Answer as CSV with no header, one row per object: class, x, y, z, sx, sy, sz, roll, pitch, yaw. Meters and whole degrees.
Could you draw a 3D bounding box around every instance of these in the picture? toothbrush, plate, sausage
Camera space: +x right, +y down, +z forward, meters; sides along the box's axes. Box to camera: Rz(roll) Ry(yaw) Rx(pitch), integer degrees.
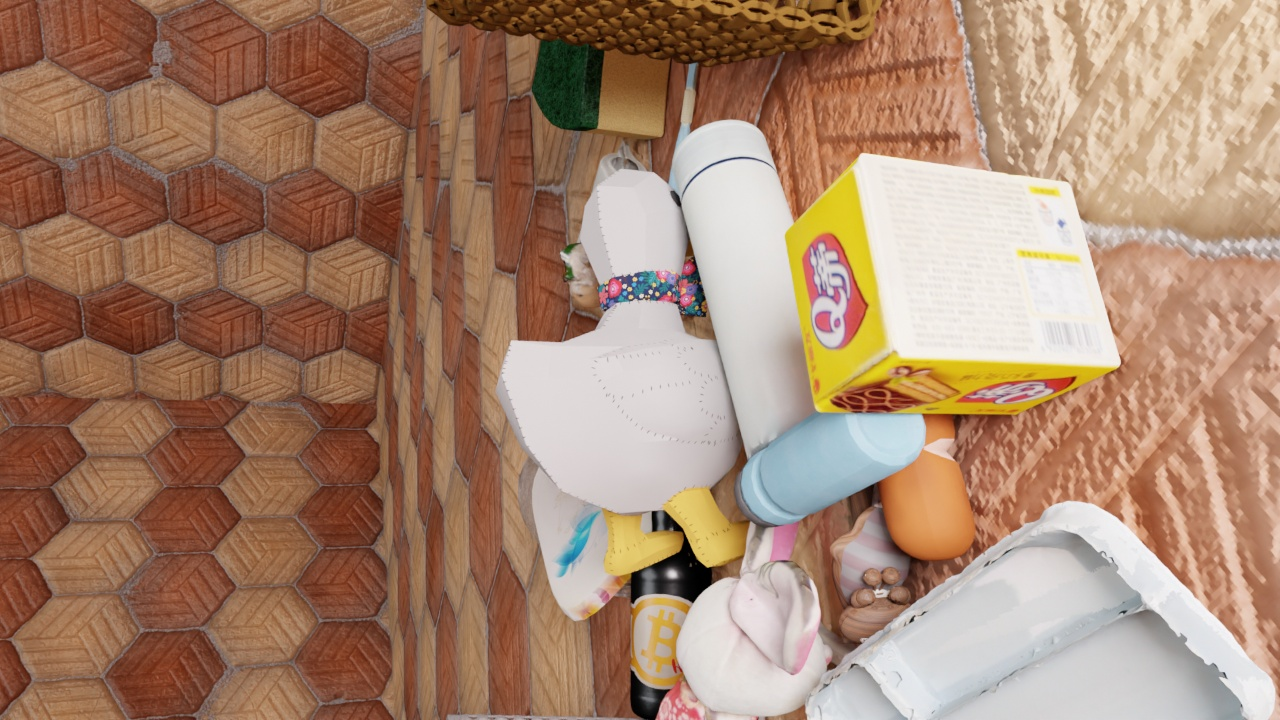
toothbrush,0.033,-0.173,0.736,0.022,0.016,0.155,13,103,30
plate,-0.034,0.106,0.782,0.187,0.016,0.186,-50,36,23
sausage,0.128,0.010,0.431,0.039,0.044,0.164,31,-124,-73

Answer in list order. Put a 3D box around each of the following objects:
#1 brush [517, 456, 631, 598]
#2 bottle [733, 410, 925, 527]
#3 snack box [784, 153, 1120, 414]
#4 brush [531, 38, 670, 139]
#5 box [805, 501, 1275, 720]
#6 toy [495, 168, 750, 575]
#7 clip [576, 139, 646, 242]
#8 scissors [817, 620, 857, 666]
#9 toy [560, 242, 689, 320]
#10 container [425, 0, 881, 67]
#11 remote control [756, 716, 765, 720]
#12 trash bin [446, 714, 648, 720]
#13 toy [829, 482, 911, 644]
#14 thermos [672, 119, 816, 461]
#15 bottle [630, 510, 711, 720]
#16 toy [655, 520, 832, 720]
brush,-0.066,0.156,0.903,0.271,0.056,0.083,-158,76,-66
bottle,0.081,0.049,0.433,0.130,0.040,0.040,129,138,-60
snack box,0.121,-0.026,0.367,0.061,0.105,0.083,134,134,-60
brush,-0.027,-0.333,0.824,0.195,0.075,0.250,-128,44,-59
box,0.158,0.173,0.345,0.192,0.061,0.210,57,144,27
toy,-0.003,0.004,0.595,0.141,0.246,0.267,-14,88,34
clip,-0.029,-0.117,0.843,0.143,0.074,0.125,-95,17,-45
scissors,0.096,0.176,0.539,0.188,0.015,0.146,123,143,-55
toy,-0.017,-0.062,0.743,0.085,0.106,0.074,-28,41,58
container,0.005,-0.325,0.540,0.214,0.219,0.252,-147,61,-66
remote control,0.065,0.269,0.617,0.045,0.008,0.147,-152,66,-67
trash bin,-0.043,0.324,0.627,0.156,0.183,0.156,-178,91,-78
toy,0.116,0.099,0.462,0.054,0.041,0.102,-79,-14,-82
thermos,0.071,-0.044,0.554,0.068,0.067,0.229,120,145,-51
bottle,0.022,0.163,0.669,0.059,0.059,0.181,166,105,-68
toy,0.057,0.172,0.504,0.159,0.084,0.194,-71,-5,-76
